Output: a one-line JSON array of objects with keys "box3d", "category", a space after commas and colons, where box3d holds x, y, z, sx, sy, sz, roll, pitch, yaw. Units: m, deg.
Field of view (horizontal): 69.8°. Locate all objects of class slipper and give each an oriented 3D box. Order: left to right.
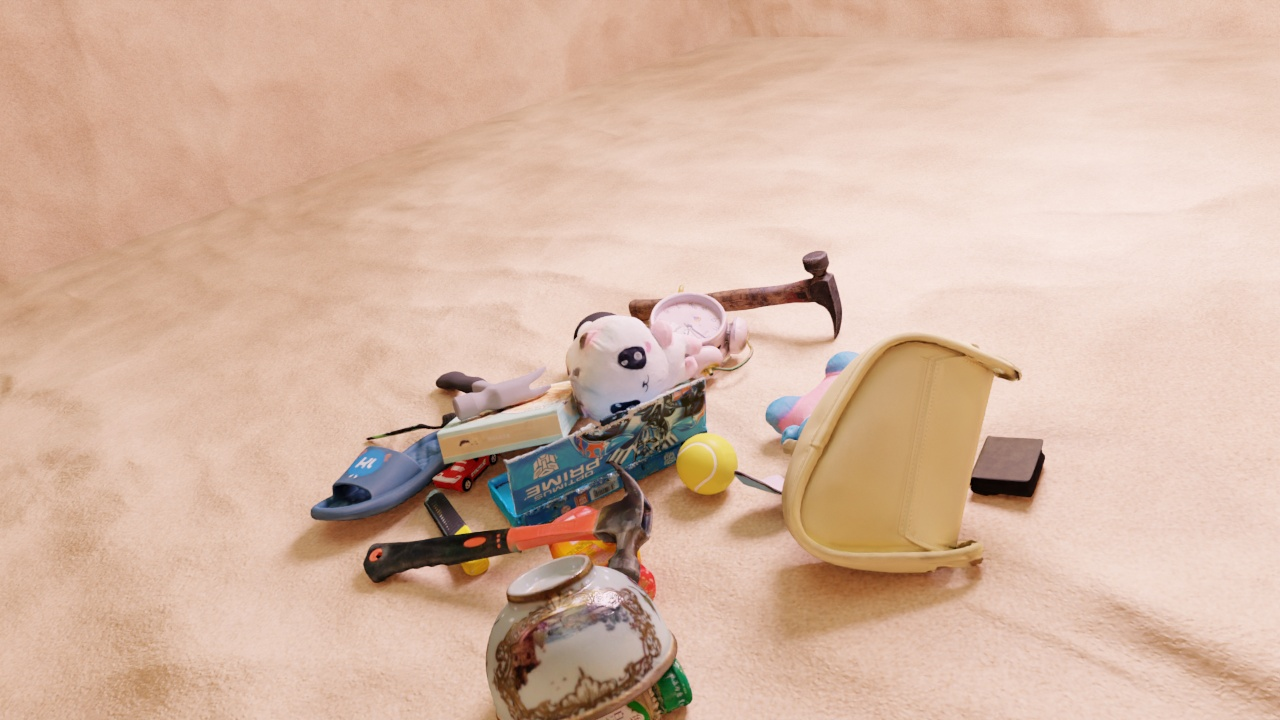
[{"box3d": [-0.292, 0.129, 1.089, 0.104, 0.059, 0.213, 2, 25, 40], "category": "slipper"}]

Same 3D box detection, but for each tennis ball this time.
[{"box3d": [0.071, 0.110, 0.976, 0.065, 0.065, 0.065, -10, 27, 5], "category": "tennis ball"}]

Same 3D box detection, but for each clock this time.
[{"box3d": [0.077, -0.029, 1.221, 0.158, 0.059, 0.116, 34, 58, 31], "category": "clock"}]

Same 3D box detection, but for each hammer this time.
[{"box3d": [-0.211, 0.032, 1.192, 0.124, 0.029, 0.311, -18, 9, -22], "category": "hammer"}, {"box3d": [-0.141, 0.178, 0.905, 0.334, 0.033, 0.132, -14, 40, 23], "category": "hammer"}, {"box3d": [0.125, -0.077, 1.306, 0.331, 0.120, 0.032, -4, 26, 36], "category": "hammer"}]

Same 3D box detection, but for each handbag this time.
[{"box3d": [0.233, 0.082, 0.842, 0.191, 0.232, 0.088, 17, -10, 4], "category": "handbag"}, {"box3d": [0.314, 0.104, 0.942, 0.178, 0.027, 0.083, 1, 31, 35], "category": "handbag"}]

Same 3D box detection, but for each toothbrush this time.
[{"box3d": [-0.294, 0.086, 1.176, 0.188, 0.017, 0.014, -12, -17, 37], "category": "toothbrush"}]

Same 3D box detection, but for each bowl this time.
[{"box3d": [-0.059, 0.215, 0.744, 0.160, 0.094, 0.160, -20, 6, 2], "category": "bowl"}]

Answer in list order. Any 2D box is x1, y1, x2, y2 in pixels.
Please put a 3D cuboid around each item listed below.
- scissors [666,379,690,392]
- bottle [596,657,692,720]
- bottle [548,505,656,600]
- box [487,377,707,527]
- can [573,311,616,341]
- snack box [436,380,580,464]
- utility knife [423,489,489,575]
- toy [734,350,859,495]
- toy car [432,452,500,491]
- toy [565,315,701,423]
[{"box3d": [0.019, 0.052, 1.167, 0.131, 0.012, 0.112, -10, 25, 8], "category": "scissors"}, {"box3d": [-0.015, 0.274, 0.727, 0.109, 0.043, 0.042, -21, 28, -15], "category": "bottle"}, {"box3d": [-0.036, 0.193, 0.882, 0.071, 0.048, 0.134, -26, 30, -22], "category": "bottle"}, {"box3d": [-0.047, 0.088, 1.014, 0.243, 0.114, 0.114, -23, 29, -20], "category": "box"}, {"box3d": [-0.042, -0.005, 1.224, 0.080, 0.080, 0.146, -15, 26, -5], "category": "can"}, {"box3d": [-0.147, 0.070, 1.107, 0.141, 0.044, 0.193, -11, 9, 7], "category": "snack box"}, {"box3d": [-0.205, 0.182, 1.004, 0.028, 0.020, 0.174, -22, 30, -21], "category": "utility knife"}, {"box3d": [0.201, 0.073, 0.969, 0.224, 0.099, 0.191, -28, 23, 2], "category": "toy"}, {"box3d": [-0.208, 0.128, 1.102, 0.038, 0.025, 0.089, 4, 31, 28], "category": "toy car"}, {"box3d": [-0.007, 0.006, 1.104, 0.179, 0.139, 0.101, -7, 29, -26], "category": "toy"}]
